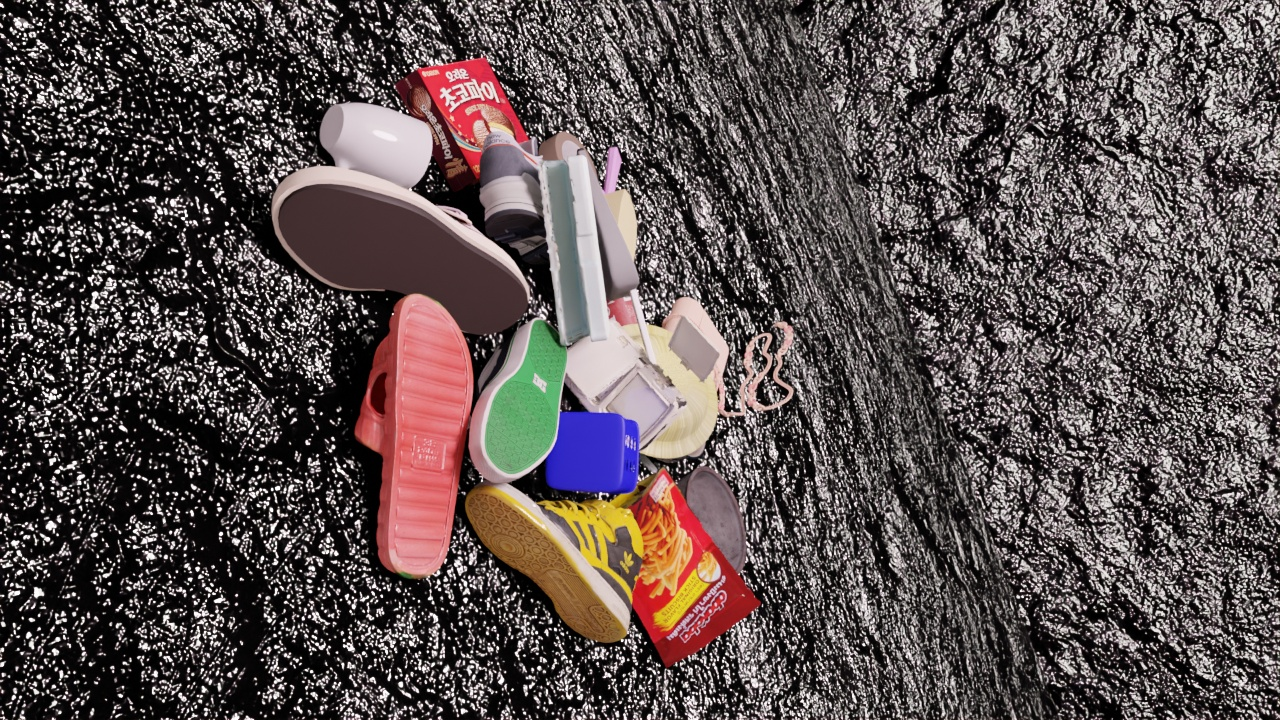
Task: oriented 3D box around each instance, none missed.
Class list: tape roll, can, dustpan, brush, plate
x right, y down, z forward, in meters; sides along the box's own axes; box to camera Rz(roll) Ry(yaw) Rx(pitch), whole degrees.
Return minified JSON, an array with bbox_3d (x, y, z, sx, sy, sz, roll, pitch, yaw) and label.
[{"bbox_3d":[-0.099,-0.265,1.264,0.093,0.030,0.093,39,39,-42],"label":"tape roll"},{"bbox_3d":[-0.028,-0.062,1.219,0.054,0.054,0.096,-9,79,-61],"label":"can"},{"bbox_3d":[-0.031,-0.114,1.117,0.163,0.033,0.257,145,-70,-83],"label":"dustpan"},{"bbox_3d":[-0.034,-0.215,1.288,0.089,0.043,0.228,68,23,-52],"label":"brush"},{"bbox_3d":[0.026,0.029,1.149,0.184,0.036,0.184,13,60,-23],"label":"plate"}]

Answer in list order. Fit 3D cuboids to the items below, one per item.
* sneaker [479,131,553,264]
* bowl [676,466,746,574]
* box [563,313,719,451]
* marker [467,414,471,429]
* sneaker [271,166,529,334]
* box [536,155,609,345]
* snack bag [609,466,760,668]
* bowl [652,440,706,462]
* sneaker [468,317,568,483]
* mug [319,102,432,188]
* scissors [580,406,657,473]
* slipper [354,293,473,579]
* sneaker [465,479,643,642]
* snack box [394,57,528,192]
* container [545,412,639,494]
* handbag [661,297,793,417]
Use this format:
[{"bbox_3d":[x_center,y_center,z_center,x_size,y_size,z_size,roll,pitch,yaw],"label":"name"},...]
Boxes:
[{"bbox_3d":[-0.123,-0.191,1.058,0.239,0.089,0.124,16,60,-78],"label":"sneaker"},{"bbox_3d":[0.073,0.215,1.186,0.145,0.067,0.144,39,39,-42],"label":"bowl"},{"bbox_3d":[-0.005,0.005,1.043,0.143,0.182,0.080,47,22,13],"label":"box"},{"bbox_3d":[-0.201,0.013,0.895,0.126,0.025,0.025,64,28,-8],"label":"marker"},{"bbox_3d":[-0.227,-0.127,0.888,0.293,0.112,0.116,23,30,-52],"label":"sneaker"},{"bbox_3d":[-0.064,-0.119,0.989,0.085,0.073,0.199,-24,110,-54],"label":"box"},{"bbox_3d":[0.035,0.243,1.080,0.138,0.067,0.208,-34,101,-21],"label":"snack bag"},{"bbox_3d":[0.032,0.083,1.217,0.115,0.059,0.115,39,39,-42],"label":"bowl"},{"bbox_3d":[-0.134,0.048,0.918,0.084,0.079,0.234,48,26,-21],"label":"sneaker"},{"bbox_3d":[-0.266,-0.197,0.900,0.089,0.071,0.107,11,88,-48],"label":"mug"},{"bbox_3d":[-0.028,0.100,1.141,0.134,0.019,0.130,-4,71,-58],"label":"scissors"},{"bbox_3d":[-0.206,0.066,0.816,0.103,0.059,0.248,15,74,-58],"label":"slipper"},{"bbox_3d":[-0.074,0.173,0.936,0.238,0.086,0.121,56,36,-30],"label":"sneaker"},{"bbox_3d":[-0.202,-0.283,1.089,0.132,0.036,0.151,62,29,-11],"label":"snack box"},{"bbox_3d":[-0.050,0.100,0.979,0.113,0.085,0.084,51,41,-80],"label":"container"},{"bbox_3d":[0.118,-0.024,1.306,0.116,0.188,0.198,60,33,-30],"label":"handbag"}]
